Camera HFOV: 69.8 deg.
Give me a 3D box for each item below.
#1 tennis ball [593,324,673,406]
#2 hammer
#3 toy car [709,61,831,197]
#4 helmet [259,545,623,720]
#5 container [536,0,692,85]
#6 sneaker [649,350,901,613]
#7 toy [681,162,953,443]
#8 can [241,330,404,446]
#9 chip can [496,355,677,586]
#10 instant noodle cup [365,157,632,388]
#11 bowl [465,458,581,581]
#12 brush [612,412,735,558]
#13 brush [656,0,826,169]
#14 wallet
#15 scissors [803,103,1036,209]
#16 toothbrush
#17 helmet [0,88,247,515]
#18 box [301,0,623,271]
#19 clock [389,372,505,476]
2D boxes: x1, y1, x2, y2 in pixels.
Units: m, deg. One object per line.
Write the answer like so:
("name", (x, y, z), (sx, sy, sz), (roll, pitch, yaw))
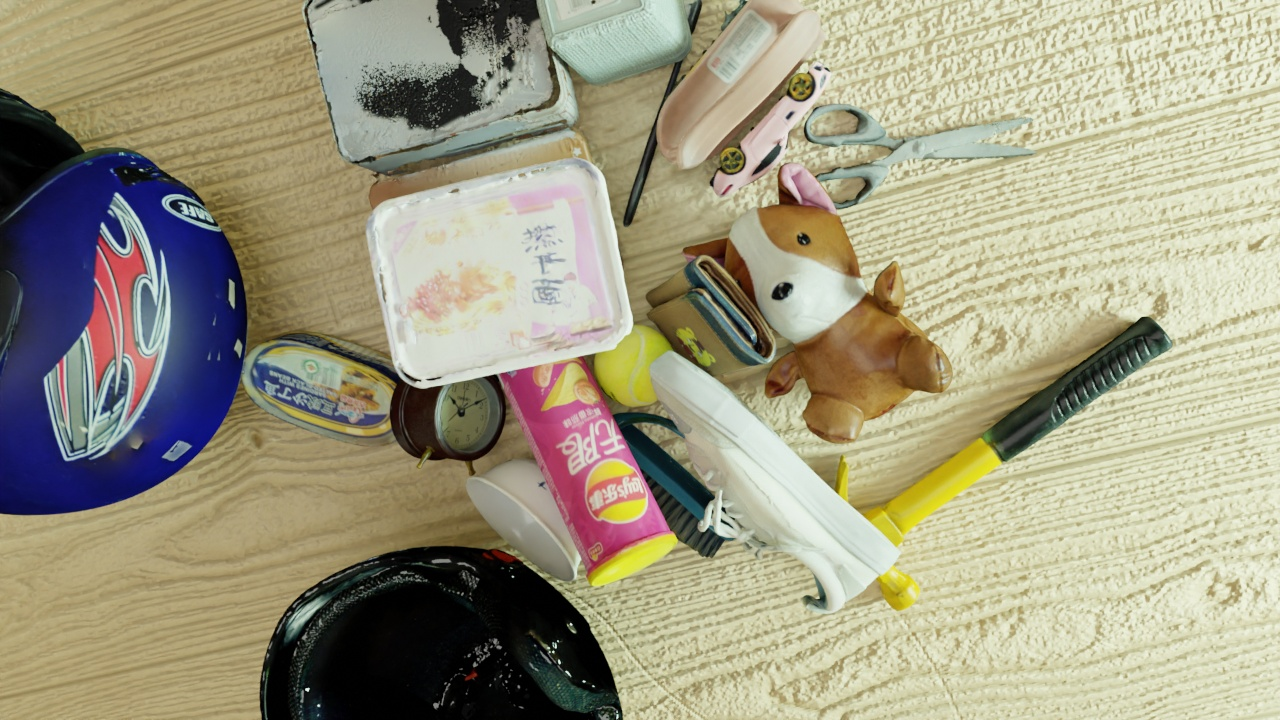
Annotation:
("tennis ball", (-0.004, 0.004, 0.730), (0.065, 0.065, 0.065), (1, 100, 6))
("hammer", (0.281, 0.069, 0.729), (0.301, 0.032, 0.129), (-39, 96, 11))
("toy car", (0.099, -0.171, 0.691), (0.037, 0.056, 0.122), (43, 104, -3))
("helmet", (-0.146, 0.261, 0.709), (0.274, 0.230, 0.233), (40, 87, -3))
("container", (-0.023, -0.259, 0.652), (0.090, 0.111, 0.090), (-13, 93, 15))
("sneaker", (0.082, 0.097, 0.697), (0.242, 0.089, 0.091), (43, 93, -7))
("toy", (0.129, -0.038, 0.687), (0.140, 0.130, 0.199), (-35, 86, 21))
("can", (-0.254, 0.023, 0.767), (0.148, 0.049, 0.075), (19, 102, 2))
("chip can", (-0.049, 0.060, 0.698), (0.071, 0.071, 0.210), (-31, 69, 10))
("instant noodle cup", (-0.098, -0.061, 0.662), (0.173, 0.060, 0.138), (-12, 89, 4))
("bowl", (-0.078, 0.117, 0.751), (0.118, 0.118, 0.064), (46, 64, -3))
("brush", (0.028, 0.093, 0.748), (0.144, 0.055, 0.073), (41, 102, -2))
("brush", (0.068, -0.204, 0.675), (0.063, 0.073, 0.146), (36, 104, -30))
("wallet", (0.048, -0.029, 0.695), (0.033, 0.115, 0.090), (-40, 96, -17))
("scissors", (0.208, -0.168, 0.703), (0.156, 0.014, 0.168), (45, 101, -4))
("toothbrush", (0.013, -0.192, 0.718), (0.018, 0.015, 0.181), (18, 101, 8))
("helmet", (-0.422, -0.045, 0.679), (0.240, 0.247, 0.315), (1, 90, 2))
("box", (-0.128, -0.160, 0.705), (0.179, 0.105, 0.260), (-13, 93, 7))
("clock", (-0.151, 0.029, 0.738), (0.055, 0.082, 0.122), (4, 81, 39))
